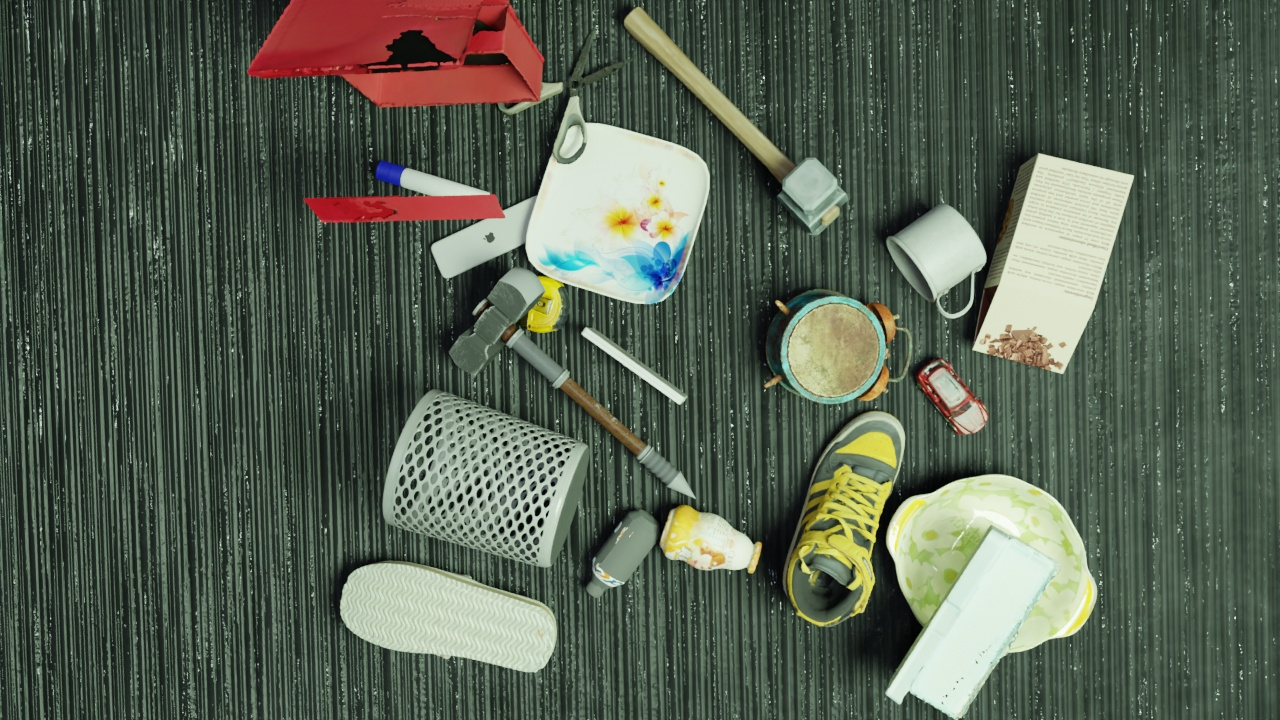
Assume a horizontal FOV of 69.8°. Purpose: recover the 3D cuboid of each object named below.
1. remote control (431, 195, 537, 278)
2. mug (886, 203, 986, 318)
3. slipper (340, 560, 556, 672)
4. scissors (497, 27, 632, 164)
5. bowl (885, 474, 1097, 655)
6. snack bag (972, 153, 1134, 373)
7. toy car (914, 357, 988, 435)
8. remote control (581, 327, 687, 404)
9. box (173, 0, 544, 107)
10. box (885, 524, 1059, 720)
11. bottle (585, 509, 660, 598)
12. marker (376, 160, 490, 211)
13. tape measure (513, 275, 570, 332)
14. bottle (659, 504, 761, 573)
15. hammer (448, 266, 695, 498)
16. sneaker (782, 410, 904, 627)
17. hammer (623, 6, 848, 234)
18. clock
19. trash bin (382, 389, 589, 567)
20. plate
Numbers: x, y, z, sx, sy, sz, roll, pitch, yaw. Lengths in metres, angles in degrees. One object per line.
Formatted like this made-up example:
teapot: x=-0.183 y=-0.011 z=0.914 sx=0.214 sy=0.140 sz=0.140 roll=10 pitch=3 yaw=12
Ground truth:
remote control: x=-0.174 y=-0.144 z=1.075 sx=0.147 sy=0.008 sz=0.045 roll=-24 pitch=88 yaw=7
mug: x=0.319 y=-0.103 z=0.964 sx=0.070 sy=0.084 sz=0.113 roll=-35 pitch=71 yaw=5
slipper: x=-0.221 y=0.299 z=1.071 sx=0.263 sy=0.052 sz=0.115 roll=9 pitch=95 yaw=12
scissors: x=-0.089 y=-0.303 z=1.049 sx=0.158 sy=0.012 sz=0.170 roll=4 pitch=80 yaw=14
bowl: x=0.367 y=0.212 z=0.980 sx=0.219 sy=0.060 sz=0.188 roll=26 pitch=94 yaw=6
snack bag: x=0.424 y=-0.098 z=0.959 sx=0.094 sy=0.070 sz=0.206 roll=16 pitch=94 yaw=7
toy car: x=0.338 y=0.040 z=0.994 sx=0.042 sy=0.036 sz=0.091 roll=-38 pitch=92 yaw=6
remote control: x=-0.006 y=0.006 z=1.033 sx=0.136 sy=0.050 sz=0.011 roll=36 pitch=95 yaw=6
box: x=-0.246 y=-0.318 z=0.894 sx=0.211 sy=0.377 sz=0.124 roll=1 pitch=103 yaw=11
box: x=0.332 y=0.266 z=0.922 sx=0.122 sy=0.078 sz=0.197 roll=28 pitch=97 yaw=-13
bottle: x=-0.023 y=0.221 z=1.042 sx=0.047 sy=0.047 sz=0.112 roll=37 pitch=96 yaw=6
marker: x=-0.242 y=-0.204 z=1.075 sx=0.133 sy=0.027 sz=0.023 roll=17 pitch=93 yaw=5
tape measure: x=-0.113 y=-0.065 z=1.053 sx=0.064 sy=0.037 sz=0.065 roll=17 pitch=93 yaw=8
bottle: x=0.078 y=0.202 z=1.019 sx=0.109 sy=0.063 sz=0.063 roll=16 pitch=93 yaw=8
hammer: x=-0.061 y=0.047 z=1.031 sx=0.322 sy=0.042 sz=0.156 roll=42 pitch=124 yaw=-1
sneaker: x=0.217 y=0.169 z=0.970 sx=0.086 sy=0.122 sz=0.238 roll=20 pitch=95 yaw=6
hammer: x=0.096 y=-0.267 z=0.996 sx=0.051 sy=0.117 sz=0.323 roll=-43 pitch=77 yaw=6
clock: x=0.215 y=-0.013 z=0.992 sx=0.157 sy=0.073 sz=0.121 roll=6 pitch=97 yaw=-8
trash bin: x=-0.163 y=0.133 z=1.009 sx=0.183 sy=0.156 sz=0.156 roll=17 pitch=93 yaw=5
plate: x=-0.026 y=-0.167 z=1.043 sx=0.187 sy=0.016 sz=0.187 roll=18 pitch=89 yaw=7
